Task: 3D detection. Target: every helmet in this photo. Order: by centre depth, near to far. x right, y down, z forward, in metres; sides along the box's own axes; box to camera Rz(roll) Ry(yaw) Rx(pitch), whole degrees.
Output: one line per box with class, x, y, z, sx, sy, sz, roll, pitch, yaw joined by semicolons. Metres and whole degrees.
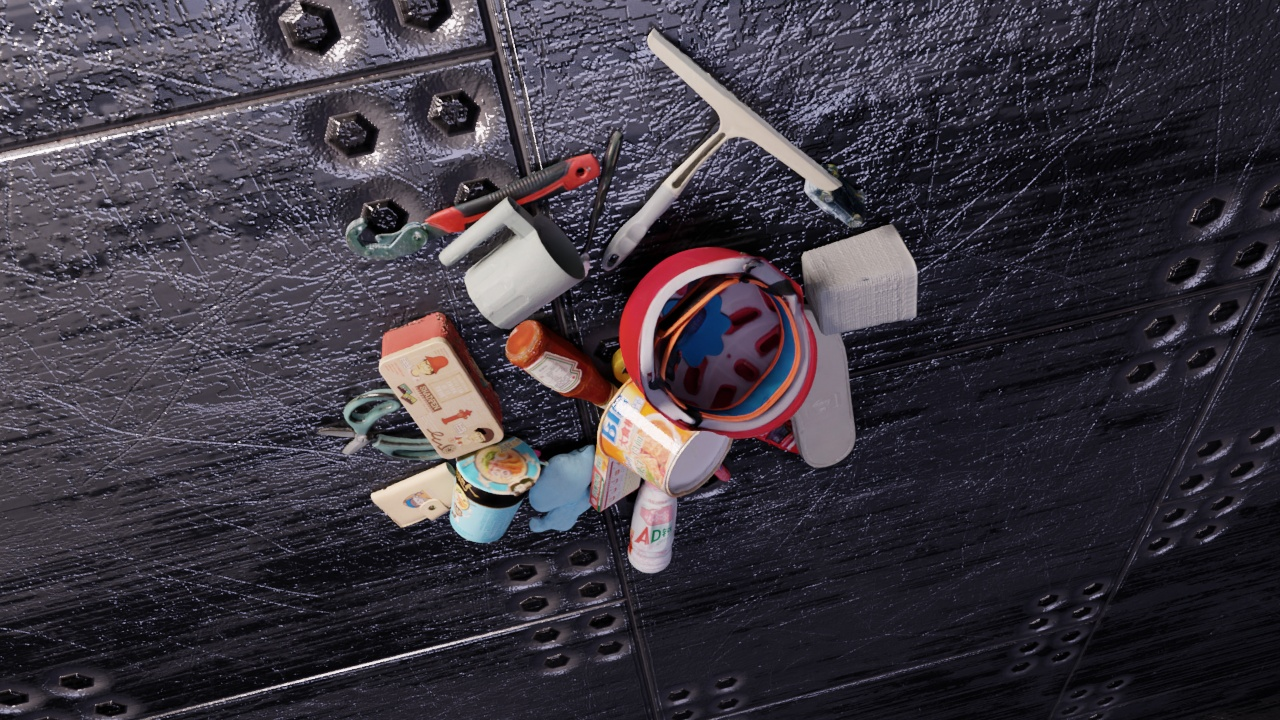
helmet;0.079;-0.027;1.053;0.240;0.144;0.207;37;91;-35

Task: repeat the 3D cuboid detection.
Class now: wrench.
wrench;-0.172;-0.158;0.951;0.273;0.016;0.056;-17;136;2

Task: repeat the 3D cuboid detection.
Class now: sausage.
sausage;0.091;0.136;1.315;0.020;0.020;0.156;-32;134;15

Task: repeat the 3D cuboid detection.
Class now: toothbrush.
toothbrush;-0.044;-0.164;0.983;0.015;0.018;0.181;5;131;-17

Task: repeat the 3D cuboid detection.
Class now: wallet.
wallet;-0.293;0.187;1.250;0.115;0.024;0.087;-24;134;6

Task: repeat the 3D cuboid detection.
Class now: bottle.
bottle;-0.077;0.020;1.124;0.060;0.059;0.206;-36;135;19
bottle;0.021;0.231;1.358;0.068;0.068;0.197;-4;131;-12

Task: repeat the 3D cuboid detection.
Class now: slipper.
slipper;0.223;0.032;1.221;0.114;0.054;0.274;-26;125;-1

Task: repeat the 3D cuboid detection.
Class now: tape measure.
tape measure;-0.007;0.007;1.152;0.057;0.028;0.060;6;131;-21

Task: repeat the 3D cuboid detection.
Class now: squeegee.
squeegee;0.037;-0.183;0.971;0.246;0.039;0.247;34;125;-19

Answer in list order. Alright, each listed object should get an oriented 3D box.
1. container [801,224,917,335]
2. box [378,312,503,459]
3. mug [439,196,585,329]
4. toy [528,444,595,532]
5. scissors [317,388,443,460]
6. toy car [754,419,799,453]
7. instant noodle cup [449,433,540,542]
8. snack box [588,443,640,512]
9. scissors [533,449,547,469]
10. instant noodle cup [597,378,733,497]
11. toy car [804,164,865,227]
container;0.258;-0.092;1.091;0.114;0.090;0.090;-15;135;3
box;-0.229;0.026;1.081;0.091;0.079;0.168;-20;130;5
mug;-0.136;-0.104;0.969;0.103;0.083;0.124;-34;130;20
toy;-0.107;0.179;1.274;0.161;0.050;0.156;-44;146;8
scissors;-0.300;0.086;1.132;0.169;0.019;0.174;14;142;-30
toy car;0.210;0.101;1.298;0.120;0.045;0.053;19;125;-28
instant noodle cup;-0.199;0.173;1.199;0.111;0.111;0.121;7;128;-22
snack box;-0.027;0.135;1.249;0.076;0.027;0.156;-28;145;-34
scissors;-0.193;0.154;1.254;0.135;0.017;0.063;-19;140;8
instant noodle cup;0.038;0.091;1.147;0.151;0.111;0.152;-33;144;-28
toy car;0.219;-0.181;1.024;0.090;0.042;0.034;29;147;-33
